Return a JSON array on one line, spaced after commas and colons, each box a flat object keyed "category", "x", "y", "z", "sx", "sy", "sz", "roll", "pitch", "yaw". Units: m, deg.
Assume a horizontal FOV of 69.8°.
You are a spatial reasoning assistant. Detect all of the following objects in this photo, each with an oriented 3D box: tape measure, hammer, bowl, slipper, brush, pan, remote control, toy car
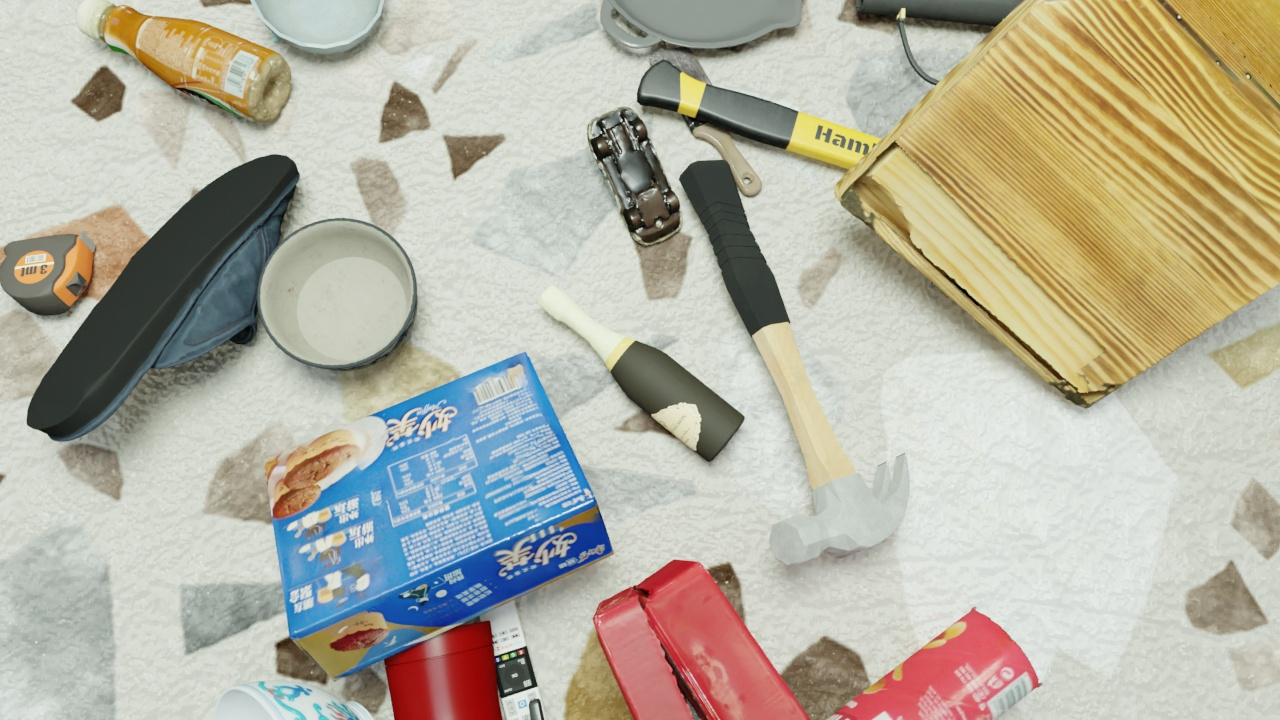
[{"category": "tape measure", "x": -0.455, "y": -0.064, "z": 0.707, "sx": 0.058, "sy": 0.038, "sz": 0.058, "roll": -11, "pitch": 65, "yaw": -6}, {"category": "hammer", "x": 0.107, "y": -0.010, "z": 0.711, "sx": 0.131, "sy": 0.039, "sz": 0.328, "roll": -10, "pitch": 71, "yaw": -33}, {"category": "bowl", "x": -0.266, "y": -0.300, "z": 0.762, "sx": 0.106, "sy": 0.039, "sz": 0.106, "roll": 2, "pitch": 81, "yaw": -12}, {"category": "hammer", "x": 0.153, "y": -0.178, "z": 0.763, "sx": 0.324, "sy": 0.034, "sz": 0.169, "roll": 18, "pitch": 79, "yaw": -2}, {"category": "slipper", "x": -0.335, "y": -0.040, "z": 0.694, "sx": 0.109, "sy": 0.083, "sz": 0.264, "roll": 6, "pitch": 58, "yaw": 36}, {"category": "brush", "x": 0.059, "y": -0.204, "z": 0.779, "sx": 0.039, "sy": 0.012, "sz": 0.151, "roll": -28, "pitch": 81, "yaw": -9}, {"category": "pan", "x": 0.090, "y": -0.402, "z": 0.817, "sx": 0.216, "sy": 0.024, "sz": 0.354, "roll": 39, "pitch": 78, "yaw": 5}, {"category": "bowl", "x": -0.219, "y": 0.275, "z": 0.616, "sx": 0.074, "sy": 0.144, "sz": 0.144, "roll": -12, "pitch": 75, "yaw": -47}, {"category": "remote control", "x": -0.092, "y": 0.231, "z": 0.676, "sx": 0.028, "sy": 0.012, "sz": 0.124, "roll": -16, "pitch": 79, "yaw": -7}, {"category": "bowl", "x": -0.225, "y": -0.044, "z": 0.703, "sx": 0.115, "sy": 0.059, "sz": 0.115, "roll": 1, "pitch": 78, "yaw": -3}, {"category": "toy car", "x": -0.005, "y": -0.150, "z": 0.753, "sx": 0.048, "sy": 0.040, "sz": 0.113, "roll": -26, "pitch": 98, "yaw": -9}]

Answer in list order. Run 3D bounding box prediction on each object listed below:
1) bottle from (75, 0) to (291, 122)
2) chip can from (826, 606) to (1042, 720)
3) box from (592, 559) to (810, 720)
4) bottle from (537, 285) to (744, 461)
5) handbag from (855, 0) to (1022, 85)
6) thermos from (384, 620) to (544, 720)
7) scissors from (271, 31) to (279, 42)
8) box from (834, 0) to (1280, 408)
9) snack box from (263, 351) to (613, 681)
[{"category": "bottle", "x": -0.369, "y": -0.247, "z": 0.738, "sx": 0.167, "sy": 0.059, "sz": 0.059, "roll": 22, "pitch": 77, "yaw": 2}, {"category": "chip can", "x": 0.173, "y": 0.271, "z": 0.654, "sx": 0.232, "sy": 0.073, "sz": 0.073, "roll": -33, "pitch": 82, "yaw": -10}, {"category": "box", "x": 0.033, "y": 0.204, "z": 0.617, "sx": 0.097, "sy": 0.158, "sz": 0.129, "roll": -29, "pitch": 82, "yaw": -6}, {"category": "bottle", "x": -0.004, "y": 0.004, "z": 0.713, "sx": 0.184, "sy": 0.045, "sz": 0.045, "roll": 39, "pitch": 78, "yaw": 5}, {"category": "handbag", "x": 0.273, "y": -0.329, "z": 0.795, "sx": 0.176, "sy": 0.072, "sz": 0.195, "roll": 5, "pitch": 82, "yaw": -2}, {"category": "thermos", "x": -0.114, "y": 0.283, "z": 0.626, "sx": 0.108, "sy": 0.084, "sz": 0.198, "roll": -11, "pitch": 77, "yaw": 0}, {"category": "scissors", "x": -0.301, "y": -0.338, "z": 0.790, "sx": 0.095, "sy": 0.015, "sz": 0.142, "roll": -27, "pitch": 87, "yaw": -9}, {"category": "box", "x": 0.361, "y": -0.189, "z": 0.707, "sx": 0.279, "sy": 0.285, "sz": 0.337, "roll": 39, "pitch": 119, "yaw": -12}, {"category": "snack box", "x": -0.143, "y": 0.101, "z": 0.638, "sx": 0.202, "sy": 0.069, "sz": 0.155, "roll": -23, "pitch": 48, "yaw": -8}]
